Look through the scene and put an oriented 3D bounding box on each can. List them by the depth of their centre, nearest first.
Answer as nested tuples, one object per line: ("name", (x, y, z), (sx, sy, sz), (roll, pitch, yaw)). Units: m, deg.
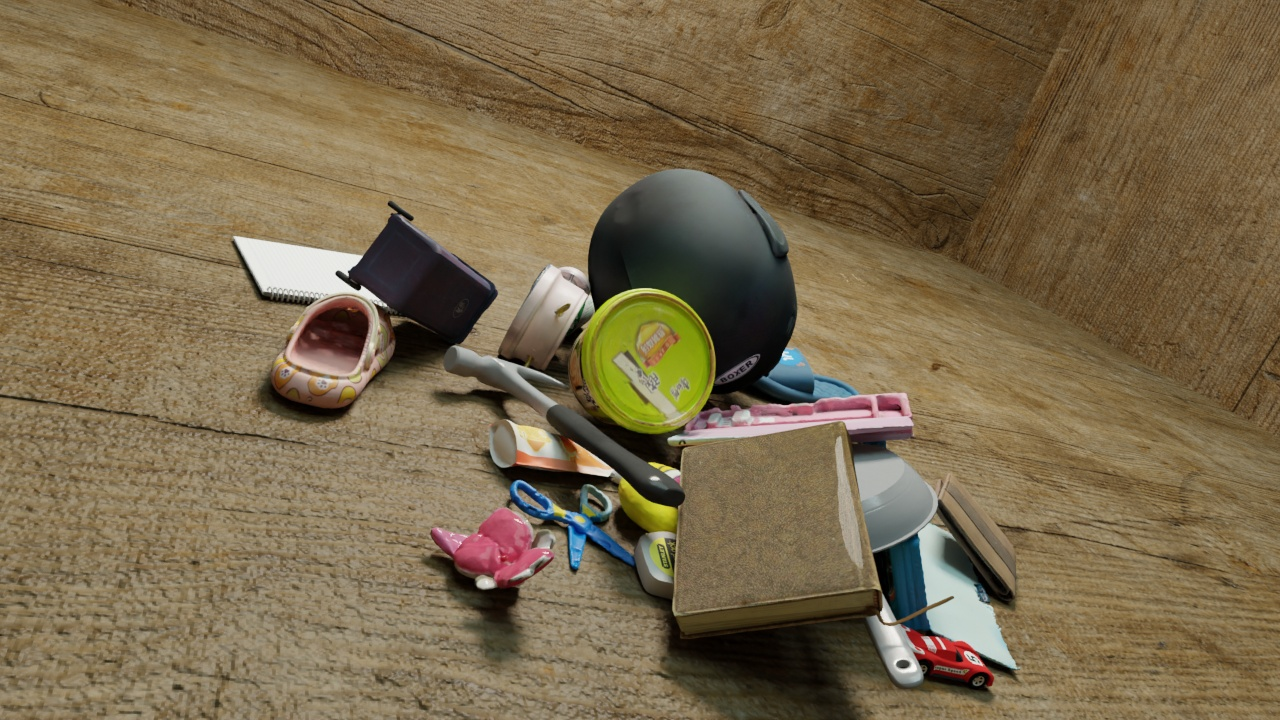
("can", (-0.095, -0.063, 1.188), (0.053, 0.053, 0.101), (23, 19, 8))

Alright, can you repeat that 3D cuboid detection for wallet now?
("wallet", (0.347, 0.180, 0.951), (0.121, 0.027, 0.098), (54, 25, 5))

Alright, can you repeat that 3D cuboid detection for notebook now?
("notebook", (0.122, 0.123, 0.713), (0.190, 0.034, 0.215), (-10, 28, 12))
("notebook", (-0.340, -0.097, 1.096), (0.245, 0.013, 0.178), (6, 22, -37))

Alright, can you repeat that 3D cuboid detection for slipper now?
("slipper", (-0.282, -0.025, 0.853), (0.093, 0.082, 0.197), (17, 21, -7))
("slipper", (0.217, 0.022, 1.271), (0.213, 0.059, 0.103), (16, 22, -18))

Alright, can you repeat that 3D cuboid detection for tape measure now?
("tape measure", (0.029, 0.164, 0.734), (0.065, 0.017, 0.064), (15, 27, -19))

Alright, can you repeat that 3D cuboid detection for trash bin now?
("trash bin", (-0.229, -0.085, 0.973), (0.092, 0.093, 0.161), (36, -2, 16))

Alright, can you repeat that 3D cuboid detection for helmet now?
("helmet", (0.053, -0.118, 1.127), (0.236, 0.249, 0.315), (42, 24, -37))

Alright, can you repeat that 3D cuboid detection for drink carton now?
("drink carton", (-0.074, 0.085, 0.844), (0.122, 0.039, 0.069), (14, 18, -37))

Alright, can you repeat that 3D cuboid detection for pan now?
("pan", (0.162, 0.144, 0.746), (0.201, 0.051, 0.356), (-12, 13, 1))

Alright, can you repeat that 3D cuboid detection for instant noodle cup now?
("instant noodle cup", (-0.006, 0.006, 0.948), (0.146, 0.146, 0.098), (12, -13, -23))

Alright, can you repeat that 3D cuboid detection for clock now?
("clock", (-0.106, -0.051, 1.055), (0.059, 0.117, 0.157), (31, 19, -4))

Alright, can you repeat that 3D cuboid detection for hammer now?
("hammer", (-0.062, 0.059, 0.838), (0.125, 0.029, 0.311), (20, 6, -42))

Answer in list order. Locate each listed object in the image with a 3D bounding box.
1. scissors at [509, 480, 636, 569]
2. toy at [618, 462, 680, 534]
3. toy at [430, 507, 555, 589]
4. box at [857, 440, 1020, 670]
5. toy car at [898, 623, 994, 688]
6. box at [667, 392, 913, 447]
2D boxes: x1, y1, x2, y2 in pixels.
("scissors", (-0.050, 0.134, 0.762), (0.125, 0.015, 0.126), (33, 25, 19))
("toy", (0.024, 0.126, 0.810), (0.094, 0.041, 0.095), (32, 24, 19))
("toy", (-0.097, 0.140, 0.644), (0.065, 0.050, 0.102), (-21, 21, -33))
("box", (0.262, 0.185, 0.887), (0.170, 0.071, 0.243), (51, 17, -9))
("toy car", (0.245, 0.240, 0.747), (0.089, 0.025, 0.038), (15, 20, -15))
("box", (0.156, 0.072, 0.930), (0.233, 0.039, 0.178), (-5, 5, 16))
